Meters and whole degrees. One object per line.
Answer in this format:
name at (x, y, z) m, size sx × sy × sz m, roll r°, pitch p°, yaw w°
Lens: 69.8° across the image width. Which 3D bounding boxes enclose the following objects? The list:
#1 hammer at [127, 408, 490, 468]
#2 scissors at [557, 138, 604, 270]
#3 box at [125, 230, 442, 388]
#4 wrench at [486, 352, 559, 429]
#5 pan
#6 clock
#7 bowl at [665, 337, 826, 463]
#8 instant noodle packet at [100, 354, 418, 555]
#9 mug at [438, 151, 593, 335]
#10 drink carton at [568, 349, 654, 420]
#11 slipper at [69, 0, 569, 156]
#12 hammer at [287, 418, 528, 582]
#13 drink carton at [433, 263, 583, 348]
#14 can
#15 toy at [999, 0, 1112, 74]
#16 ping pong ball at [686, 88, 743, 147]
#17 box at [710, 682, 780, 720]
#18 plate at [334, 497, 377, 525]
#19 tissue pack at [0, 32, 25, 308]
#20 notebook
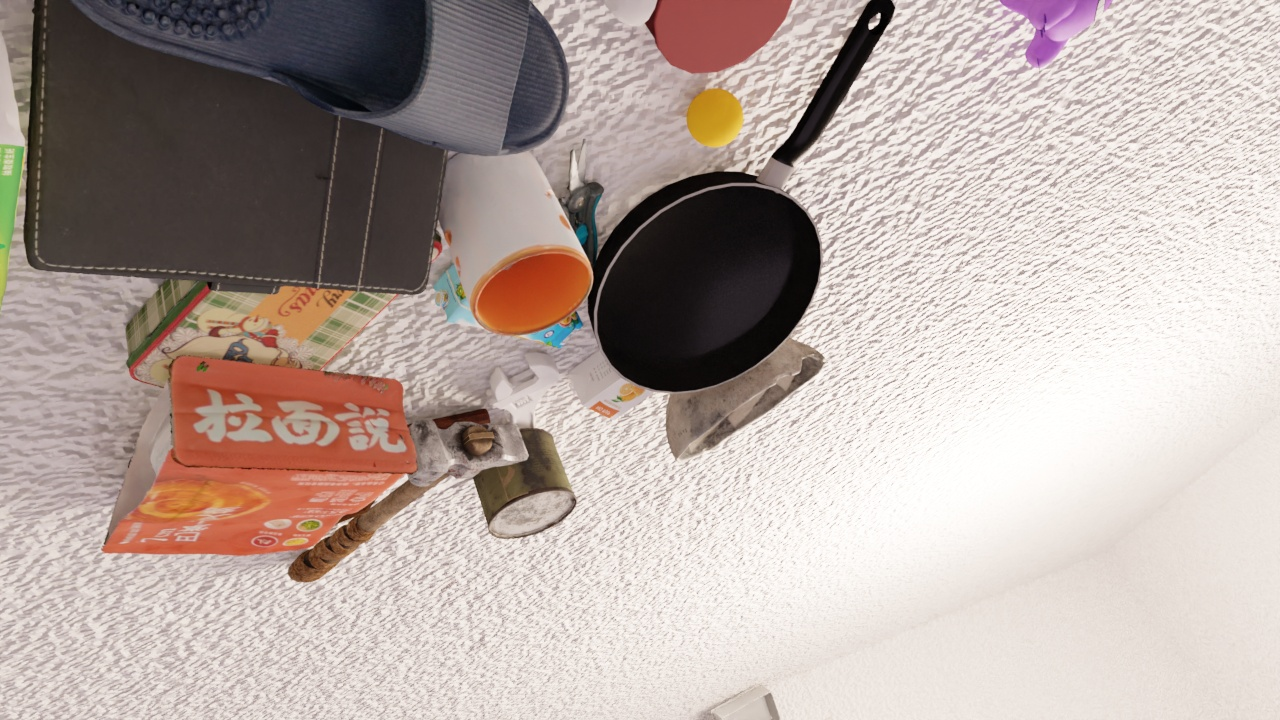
hammer at (-0.276, 0.079, 0.798) m, size 0.300 × 0.028 × 0.111 m, roll -9°, pitch 146°, yaw -27°
scissors at (-0.048, -0.103, 0.692) m, size 0.126 × 0.019 × 0.144 m, roll -51°, pitch 157°, yaw 11°
box at (-0.240, -0.047, 0.614) m, size 0.206 × 0.050 × 0.117 m, roll -39°, pitch 148°, yaw 19°
wrench at (-0.118, 0.077, 0.923) m, size 0.066 × 0.018 × 0.274 m, roll -16°, pitch 149°, yaw -17°
pan at (0.087, -0.122, 0.729) m, size 0.203 × 0.044 × 0.356 m, roll 11°, pitch 121°, yaw -33°
clock at (0.035, -0.227, 0.540) m, size 0.096 × 0.048 × 0.137 m, roll -41°, pitch 146°, yaw 24°
bowl at (0.090, 0.023, 0.923) m, size 0.178 × 0.081 × 0.179 m, roll -31°, pitch 165°, yaw -10°
instant noodle packet at (-0.288, 0.100, 0.681) m, size 0.164 × 0.084 × 0.222 m, roll 7°, pitch 141°, yaw -38°
mug at (-0.088, -0.082, 0.615) m, size 0.082 × 0.105 × 0.082 m, roll -19°, pitch 149°, yaw -12°
drink carton at (-0.005, 0.005, 0.871) m, size 0.123 × 0.040 × 0.058 m, roll -35°, pitch 148°, yaw 16°
slipper at (-0.134, -0.166, 0.449) m, size 0.263 × 0.082 × 0.101 m, roll 8°, pitch 104°, yaw -38°
hammer at (-0.243, 0.143, 0.875) m, size 0.320 × 0.049 × 0.121 m, roll -36°, pitch 157°, yaw 33°
drink carton at (-0.103, -0.043, 0.725) m, size 0.039 × 0.044 × 0.128 m, roll -42°, pitch 147°, yaw 26°
can at (-0.117, 0.120, 0.900) m, size 0.089 × 0.074 × 0.090 m, roll -18°, pitch 149°, yaw -12°
toy at (0.316, -0.271, 0.675) m, size 0.088 × 0.056 × 0.106 m, roll -36°, pitch 158°, yaw 9°
ping pong ball at (0.052, -0.171, 0.646) m, size 0.040 × 0.040 × 0.040 m, roll -19°, pitch 149°, yaw -12°
box at (0.372, 1.096, 2.332) m, size 0.166 × 0.512 × 0.173 m, roll -21°, pitch 146°, yaw -21°
plate at (-0.274, 0.095, 0.753) m, size 0.131 × 0.025 × 0.131 m, roll -14°, pitch 141°, yaw -12°
tissue pack at (-0.348, -0.043, 0.416) m, size 0.120 × 0.141 × 0.198 m, roll -9°, pitch 155°, yaw -36°
notebook at (-0.204, -0.116, 0.493) m, size 0.208 × 0.029 × 0.170 m, roll 3°, pitch 112°, yaw -34°
